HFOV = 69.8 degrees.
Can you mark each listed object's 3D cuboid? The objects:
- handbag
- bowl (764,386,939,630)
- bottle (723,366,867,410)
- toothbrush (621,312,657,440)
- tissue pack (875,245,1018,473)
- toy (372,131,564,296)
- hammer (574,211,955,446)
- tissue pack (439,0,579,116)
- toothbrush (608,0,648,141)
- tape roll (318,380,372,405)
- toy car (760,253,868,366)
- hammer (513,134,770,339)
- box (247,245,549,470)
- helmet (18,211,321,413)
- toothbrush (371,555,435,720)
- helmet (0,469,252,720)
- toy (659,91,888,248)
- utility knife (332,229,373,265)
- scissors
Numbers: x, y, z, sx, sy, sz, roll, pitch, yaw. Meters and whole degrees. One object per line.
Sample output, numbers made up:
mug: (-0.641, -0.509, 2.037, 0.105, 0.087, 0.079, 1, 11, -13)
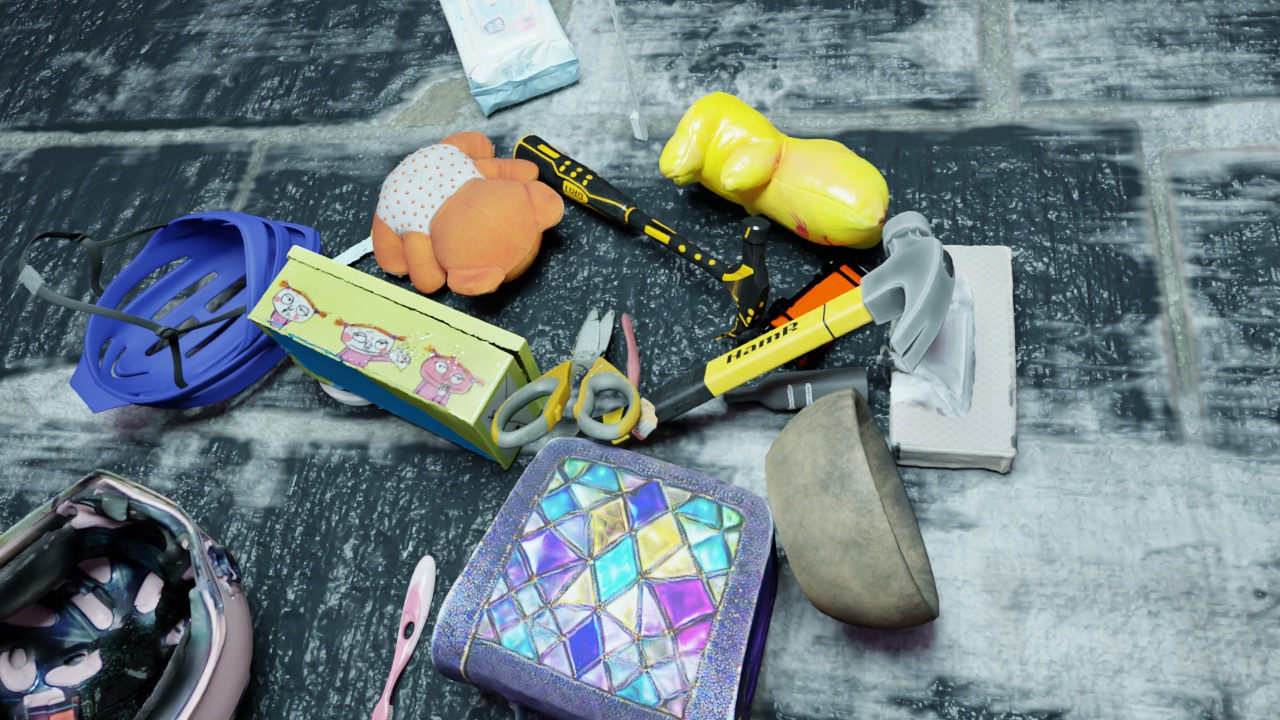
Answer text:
handbag: (-0.015, 0.185, 0.629, 0.205, 0.125, 0.221, 16, 65, 19)
bowl: (0.140, 0.105, 0.622, 0.070, 0.162, 0.162, -22, 60, 18)
bottle: (0.123, 0.024, 0.735, 0.113, 0.030, 0.030, -5, 63, 10)
toothbrush: (-0.004, 0.004, 0.735, 0.016, 0.015, 0.184, -44, 25, 19)
tissue pack: (0.236, -0.009, 0.711, 0.104, 0.071, 0.181, 4, 68, 13)
toy: (-0.157, -0.128, 0.842, 0.172, 0.093, 0.163, 32, 77, 30)
hammer: (0.078, 0.004, 0.681, 0.325, 0.034, 0.169, -28, 22, 25)
tissue pack: (-0.141, -0.347, 0.959, 0.112, 0.070, 0.181, -22, 60, 1)
toothbrush: (-0.015, -0.267, 0.828, 0.010, 0.182, 0.010, 18, 63, 23)
tape roll: (-0.251, -0.003, 0.840, 0.093, 0.013, 0.093, -5, 63, 9)
toy car: (0.147, -0.039, 0.752, 0.100, 0.049, 0.051, -39, 62, -9)
hammer: (-0.009, -0.126, 0.814, 0.036, 0.123, 0.321, -27, 47, -33)
box: (-0.195, -0.003, 0.755, 0.221, 0.124, 0.081, 24, 70, 18)
helmet: (-0.394, -0.060, 0.779, 0.148, 0.228, 0.241, 42, 79, 17)
toothbrush: (-0.183, 0.218, 0.713, 0.022, 0.016, 0.134, 5, 62, 14)
helmet: (-0.391, 0.223, 0.672, 0.255, 0.153, 0.229, 30, 66, 30)
toy: (0.117, -0.156, 0.765, 0.194, 0.134, 0.087, 25, 96, 14)
utility knife: (-0.230, -0.136, 0.901, 0.218, 0.019, 0.030, -31, 58, -10)
scissors: (-0.056, 0.007, 0.724, 0.134, 0.016, 0.227, -9, 26, 2)
